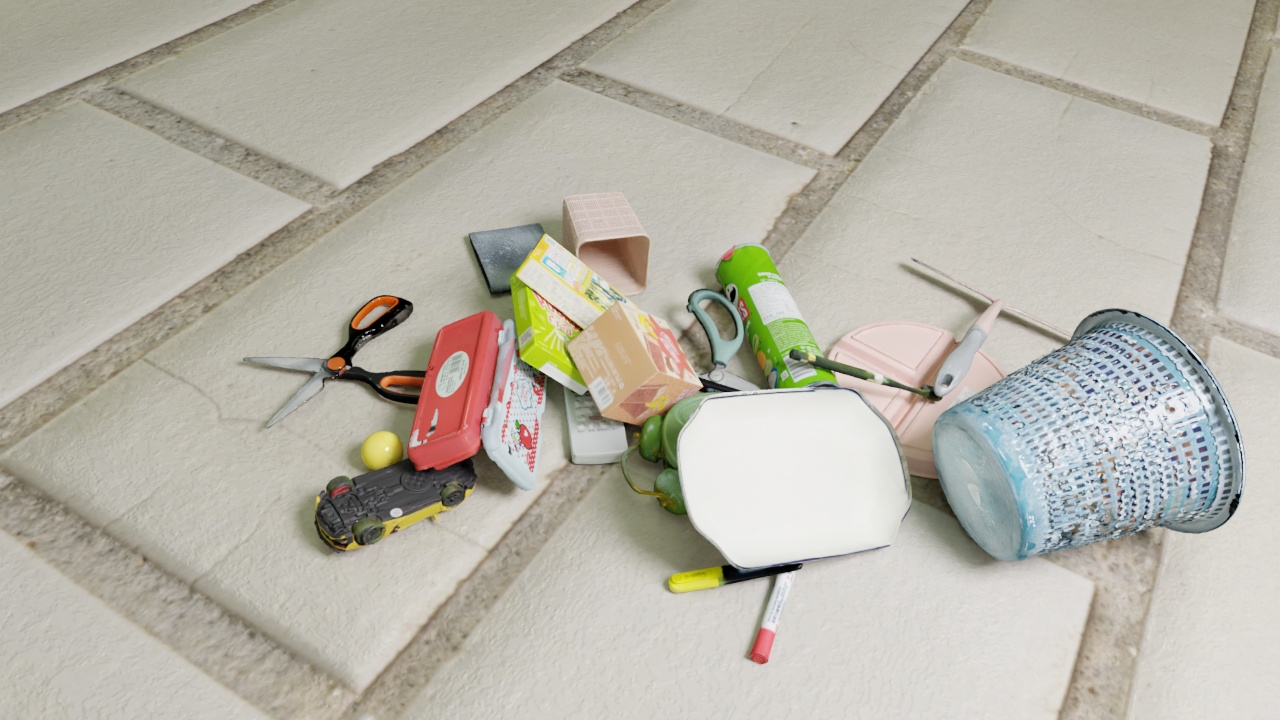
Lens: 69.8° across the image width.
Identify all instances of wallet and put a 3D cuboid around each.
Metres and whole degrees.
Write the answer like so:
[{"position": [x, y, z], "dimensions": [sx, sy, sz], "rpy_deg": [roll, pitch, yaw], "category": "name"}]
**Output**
[{"position": [-0.153, -0.128, 1.140], "dimensions": [0.097, 0.019, 0.120], "rpy_deg": [-11, 46, -19], "category": "wallet"}]

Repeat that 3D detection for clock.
[{"position": [0.060, 0.095, 0.913], "dimensions": [0.161, 0.056, 0.116], "rpy_deg": [-9, 46, -15], "category": "clock"}]

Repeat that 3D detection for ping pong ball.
[{"position": [-0.252, 0.089, 0.897], "dimensions": [0.040, 0.040, 0.040], "rpy_deg": [3, 45, -3], "category": "ping pong ball"}]

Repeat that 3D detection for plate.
[{"position": [0.143, 0.108, 0.862], "dimensions": [0.265, 0.034, 0.162], "rpy_deg": [-3, 74, -30], "category": "plate"}, {"position": [0.311, 0.033, 1.020], "dimensions": [0.229, 0.028, 0.229], "rpy_deg": [3, 45, -4], "category": "plate"}]

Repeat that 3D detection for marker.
[{"position": [0.087, 0.193, 0.835], "dimensions": [0.124, 0.015, 0.018], "rpy_deg": [-9, 42, -2], "category": "marker"}, {"position": [0.070, 0.029, 0.968], "dimensions": [0.124, 0.018, 0.015], "rpy_deg": [15, 57, 22], "category": "marker"}, {"position": [0.128, 0.209, 0.834], "dimensions": [0.017, 0.017, 0.144], "rpy_deg": [19, 46, 12], "category": "marker"}]

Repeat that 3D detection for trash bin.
[{"position": [0.396, 0.086, 0.866], "dimensions": [0.195, 0.227, 0.226], "rpy_deg": [-19, 49, -7], "category": "trash bin"}]

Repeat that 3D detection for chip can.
[{"position": [0.153, -0.035, 1.039], "dimensions": [0.072, 0.072, 0.235], "rpy_deg": [-8, 47, -13], "category": "chip can"}]

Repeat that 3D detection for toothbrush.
[{"position": [0.238, 0.014, 0.965], "dimensions": [0.185, 0.012, 0.017], "rpy_deg": [15, 36, -17], "category": "toothbrush"}]

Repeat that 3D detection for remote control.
[{"position": [-0.051, 0.046, 0.974], "dimensions": [0.058, 0.021, 0.149], "rpy_deg": [-4, 46, -9], "category": "remote control"}]

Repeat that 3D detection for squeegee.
[{"position": [0.385, -0.030, 1.046], "dimensions": [0.248, 0.040, 0.248], "rpy_deg": [31, 43, 19], "category": "squeegee"}]

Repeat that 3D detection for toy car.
[{"position": [-0.225, 0.128, 0.860], "dimensions": [0.155, 0.041, 0.071], "rpy_deg": [-22, 51, -34], "category": "toy car"}]

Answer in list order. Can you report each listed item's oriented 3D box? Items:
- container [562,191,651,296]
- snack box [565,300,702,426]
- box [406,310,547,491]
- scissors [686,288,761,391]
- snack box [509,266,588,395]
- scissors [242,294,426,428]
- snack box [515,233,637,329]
[{"position": [-0.047, -0.144, 1.117], "dimensions": [0.090, 0.090, 0.110], "rpy_deg": [-8, 44, -14], "category": "container"}, {"position": [-0.006, 0.005, 0.940], "dimensions": [0.094, 0.077, 0.092], "rpy_deg": [19, 36, -55], "category": "snack box"}, {"position": [-0.157, 0.045, 0.929], "dimensions": [0.102, 0.100, 0.201], "rpy_deg": [-20, 37, 16], "category": "box"}, {"position": [0.065, -0.015, 1.023], "dimensions": [0.170, 0.019, 0.180], "rpy_deg": [18, 63, 15], "category": "scissors"}, {"position": [-0.096, -0.036, 0.988], "dimensions": [0.085, 0.026, 0.156], "rpy_deg": [34, 24, -31], "category": "snack box"}, {"position": [-0.305, 0.006, 0.988], "dimensions": [0.221, 0.022, 0.233], "rpy_deg": [18, 45, 13], "category": "scissors"}, {"position": [-0.068, -0.077, 1.024], "dimensions": [0.140, 0.034, 0.086], "rpy_deg": [36, 23, -11], "category": "snack box"}]
